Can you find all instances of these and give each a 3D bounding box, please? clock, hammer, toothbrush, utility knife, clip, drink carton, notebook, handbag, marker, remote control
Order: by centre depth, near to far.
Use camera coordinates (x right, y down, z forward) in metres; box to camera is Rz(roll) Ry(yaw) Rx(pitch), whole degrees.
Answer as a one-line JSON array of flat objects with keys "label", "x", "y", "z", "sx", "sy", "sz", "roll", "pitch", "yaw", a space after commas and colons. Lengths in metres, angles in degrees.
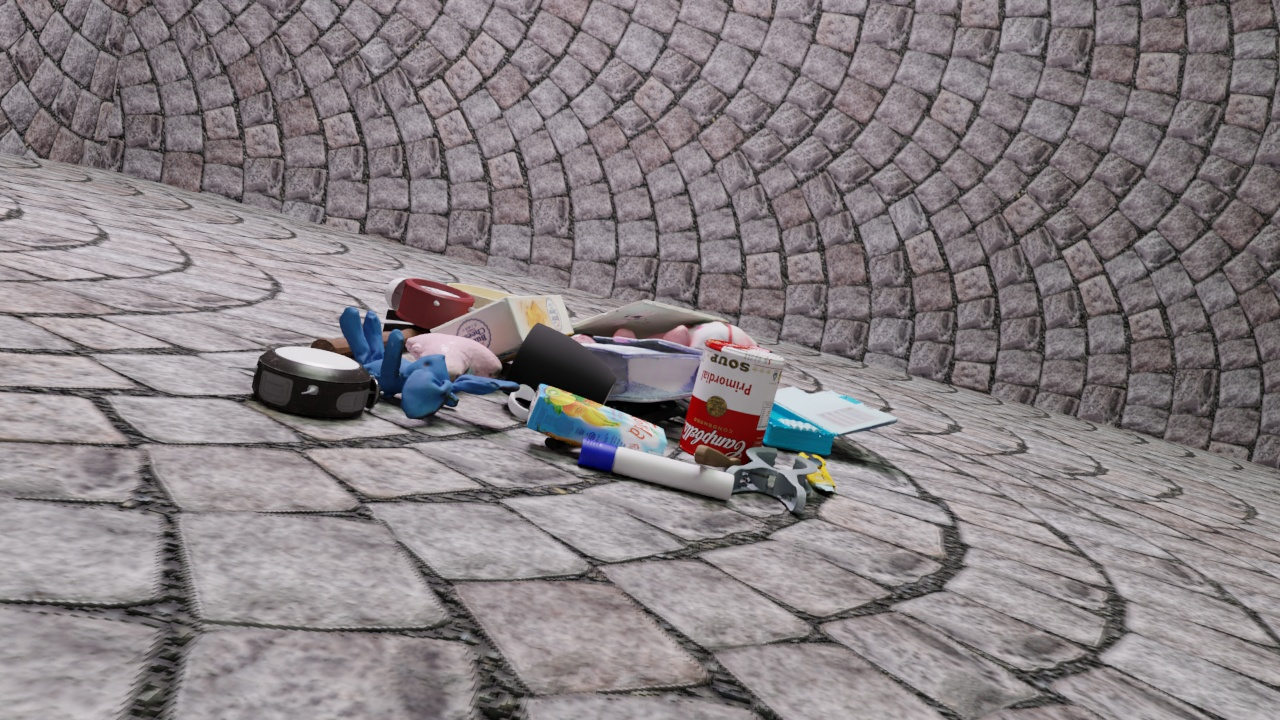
[{"label": "clock", "x": -0.268, "y": 0.015, "z": 0.763, "sx": 0.091, "sy": 0.044, "sz": 0.122, "roll": 17, "pitch": 7, "yaw": 19}, {"label": "marker", "x": 0.013, "y": 0.094, "z": 0.791, "sx": 0.133, "sy": 0.023, "sz": 0.027, "roll": 14, "pitch": -15, "yaw": -1}, {"label": "drink carton", "x": -0.038, "y": 0.062, "z": 0.823, "sx": 0.129, "sy": 0.039, "sz": 0.044, "roll": 21, "pitch": 14, "yaw": -11}, {"label": "toothbrush", "x": 0.071, "y": 0.091, "z": 0.845, "sx": 0.016, "sy": 0.016, "sz": 0.166, "roll": 13, "pitch": -6, "yaw": 18}, {"label": "clip", "x": 0.114, "y": 0.107, "z": 0.884, "sx": 0.108, "sy": 0.028, "sz": 0.163, "roll": 14, "pitch": 6, "yaw": 11}, {"label": "hammer", "x": -0.004, "y": 0.069, "z": 0.959, "sx": 0.095, "sy": 0.015, "sz": 0.324, "roll": 30, "pitch": 15, "yaw": 21}, {"label": "utility knife", "x": 0.191, "y": 0.120, "z": 0.986, "sx": 0.030, "sy": 0.017, "sz": 0.162, "roll": 5, "pitch": 10, "yaw": 4}, {"label": "handbag", "x": -0.006, "y": 0.006, "z": 1.056, "sx": 0.126, "sy": 0.069, "sz": 0.159, "roll": -3, "pitch": 4, "yaw": -33}, {"label": "hammer", "x": -0.296, "y": -0.025, "z": 1.089, "sx": 0.115, "sy": 0.033, "sz": 0.322, "roll": 17, "pitch": 8, "yaw": 8}, {"label": "remote control", "x": -0.002, "y": 0.050, "z": 1.110, "sx": 0.047, "sy": 0.022, "sz": 0.150, "roll": 18, "pitch": 8, "yaw": 24}, {"label": "clock", "x": -0.268, "y": -0.073, "z": 1.177, "sx": 0.096, "sy": 0.048, "sz": 0.138, "roll": 9, "pitch": 13, "yaw": -45}, {"label": "notebook", "x": -0.029, "y": -0.035, "z": 1.274, "sx": 0.253, "sy": 0.010, "sz": 0.181, "roll": -17, "pitch": -17, "yaw": 40}]

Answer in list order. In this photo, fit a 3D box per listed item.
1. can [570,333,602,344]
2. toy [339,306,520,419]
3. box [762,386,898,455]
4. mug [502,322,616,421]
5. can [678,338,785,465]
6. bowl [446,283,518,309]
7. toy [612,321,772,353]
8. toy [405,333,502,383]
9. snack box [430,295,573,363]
[{"label": "can", "x": -0.080, "y": 0.001, "z": 1.176, "sx": 0.063, "sy": 0.063, "sz": 0.114, "roll": 15, "pitch": 7, "yaw": 3}, {"label": "toy", "x": -0.211, "y": 0.009, "z": 0.835, "sx": 0.176, "sy": 0.071, "sz": 0.112, "roll": 25, "pitch": 11, "yaw": 24}, {"label": "box", "x": 0.202, "y": 0.072, "z": 1.212, "sx": 0.185, "sy": 0.056, "sz": 0.227, "roll": 0, "pitch": 11, "yaw": -17}, {"label": "mug", "x": -0.085, "y": 0.028, "z": 0.943, "sx": 0.100, "sy": 0.085, "sz": 0.118, "roll": 27, "pitch": 38, "yaw": 1}, {"label": "can", "x": 0.096, "y": 0.044, "z": 0.965, "sx": 0.086, "sy": 0.116, "sz": 0.086, "roll": 14, "pitch": 7, "yaw": -2}, {"label": "bowl", "x": -0.214, "y": -0.059, "z": 1.330, "sx": 0.151, "sy": 0.075, "sz": 0.150, "roll": 15, "pitch": 6, "yaw": -2}, {"label": "toy", "x": 0.063, "y": -0.006, "z": 1.233, "sx": 0.213, "sy": 0.084, "sz": 0.142, "roll": -5, "pitch": -9, "yaw": -3}, {"label": "toy", "x": -0.208, "y": -0.003, "z": 0.983, "sx": 0.096, "sy": 0.053, "sz": 0.099, "roll": 26, "pitch": 17, "yaw": 25}, {"label": "snack box", "x": -0.161, "y": -0.034, "z": 1.117, "sx": 0.104, "sy": 0.057, "sz": 0.207, "roll": -22, "pitch": 0, "yaw": 13}]
